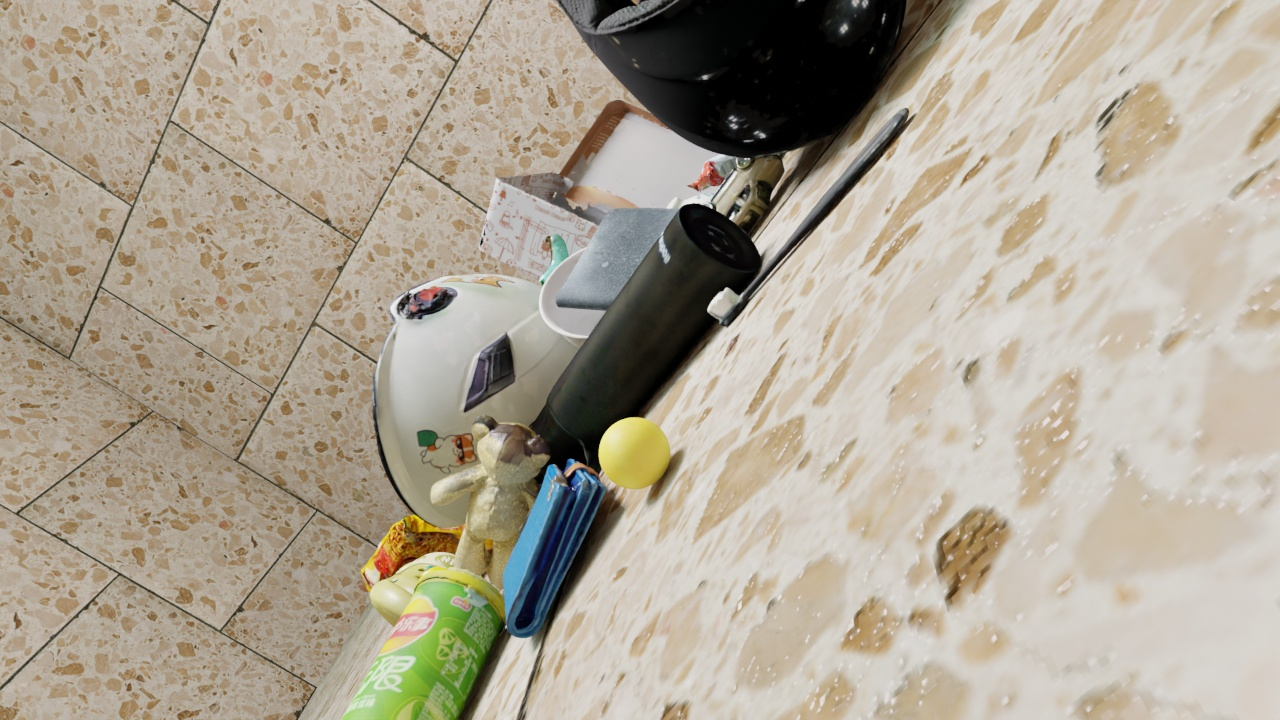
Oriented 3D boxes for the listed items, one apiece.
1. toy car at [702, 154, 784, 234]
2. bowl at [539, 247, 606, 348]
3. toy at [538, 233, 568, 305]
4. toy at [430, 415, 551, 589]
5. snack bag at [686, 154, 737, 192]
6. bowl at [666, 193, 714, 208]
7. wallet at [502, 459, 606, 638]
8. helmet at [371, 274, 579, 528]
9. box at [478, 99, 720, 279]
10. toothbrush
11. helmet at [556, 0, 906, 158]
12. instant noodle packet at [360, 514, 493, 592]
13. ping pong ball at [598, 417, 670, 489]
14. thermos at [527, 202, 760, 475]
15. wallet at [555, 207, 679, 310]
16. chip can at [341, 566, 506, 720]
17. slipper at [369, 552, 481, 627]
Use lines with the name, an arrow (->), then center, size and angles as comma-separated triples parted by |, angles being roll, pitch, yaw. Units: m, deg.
toy car -> 0.082, -0.128, 0.731 | 0.042, 0.035, 0.090 | 16, -67, -53
bowl -> -0.020, -0.041, 0.779 | 0.118, 0.118, 0.065 | -61, -32, -32
toy -> -0.051, -0.069, 0.828 | 0.030, 0.091, 0.096 | -25, 75, 64
toy -> -0.110, 0.115, 0.720 | 0.066, 0.105, 0.157 | -58, -14, -60
snack bag -> 0.091, -0.182, 0.830 | 0.105, 0.026, 0.045 | -28, 3, -16
bowl -> 0.041, -0.107, 0.823 | 0.113, 0.062, 0.113 | -54, 7, 9
wallet -> -0.060, 0.118, 0.611 | 0.106, 0.040, 0.133 | -65, 9, -5
helmet -> -0.122, 0.025, 0.857 | 0.157, 0.230, 0.273 | -11, 19, 11
box -> -0.026, -0.158, 0.966 | 0.271, 0.179, 0.130 | -50, -20, -39
toothbrush -> 0.097, -0.082, 0.552 | 0.182, 0.018, 0.015 | -49, 8, 37
helmet -> 0.079, -0.280, 0.683 | 0.234, 0.230, 0.274 | -33, 19, 27
instant noodle packet -> -0.213, 0.202, 0.958 | 0.111, 0.128, 0.044 | -50, 53, 28
ping pong ball -> -0.003, 0.052, 0.515 | 0.040, 0.040, 0.040 | -55, 8, 11
thermos -> -0.004, 0.004, 0.678 | 0.243, 0.068, 0.090 | -53, 40, 33
wallet -> -0.005, -0.085, 0.755 | 0.120, 0.097, 0.019 | -64, -33, -35
chip can -> -0.157, 0.237, 0.581 | 0.073, 0.072, 0.220 | -50, 10, 39
slipper -> -0.192, 0.213, 0.846 | 0.081, 0.091, 0.191 | -53, 6, -15
